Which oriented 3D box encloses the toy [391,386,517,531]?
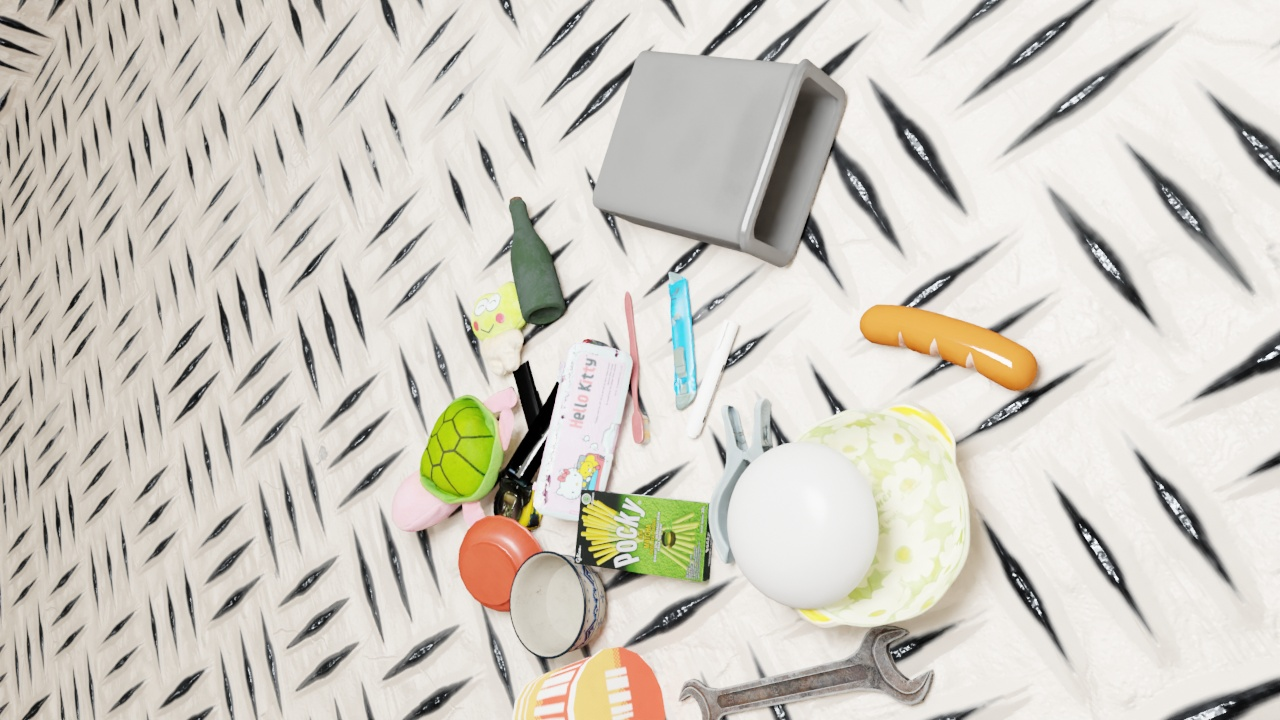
[{"bbox_3d":[-0.231,0.126,1.157,0.239,0.087,0.190,-45,51,23],"label":"toy"}]

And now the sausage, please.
[{"bbox_3d":[0.271,-0.017,0.817,0.164,0.039,0.044,23,96,39],"label":"sausage"}]

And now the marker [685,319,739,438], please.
[{"bbox_3d":[0.075,0.020,0.977,0.017,0.020,0.133,23,97,37],"label":"marker"}]

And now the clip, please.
[{"bbox_3d":[0.091,0.130,0.940,0.143,0.029,0.172,-23,67,31],"label":"clip"}]

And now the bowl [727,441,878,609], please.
[{"bbox_3d":[0.133,0.145,0.817,0.150,0.043,0.149,-9,76,37],"label":"bowl"}]

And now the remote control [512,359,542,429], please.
[{"bbox_3d":[-0.136,0.058,1.142,0.028,0.011,0.124,-32,63,30],"label":"remote control"}]

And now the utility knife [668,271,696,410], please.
[{"bbox_3d":[0.044,-0.025,1.014,0.031,0.015,0.158,-13,72,31],"label":"utility knife"}]

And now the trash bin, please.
[{"bbox_3d":[0.077,-0.220,0.972,0.220,0.097,0.192,22,95,40],"label":"trash bin"}]

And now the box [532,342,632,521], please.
[{"bbox_3d":[-0.067,0.080,1.033,0.044,0.086,0.202,-153,76,-73],"label":"box"}]

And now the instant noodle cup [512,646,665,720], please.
[{"bbox_3d":[-0.061,0.374,0.965,0.121,0.123,0.123,-26,67,40],"label":"instant noodle cup"}]

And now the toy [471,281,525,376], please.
[{"bbox_3d":[-0.178,-0.039,1.171,0.092,0.046,0.115,-20,72,36],"label":"toy"}]

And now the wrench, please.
[{"bbox_3d":[0.147,0.310,0.875,0.274,0.010,0.070,-26,67,32],"label":"wrench"}]

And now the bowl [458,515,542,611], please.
[{"bbox_3d":[-0.172,0.248,1.093,0.122,0.035,0.122,5,103,24],"label":"bowl"}]

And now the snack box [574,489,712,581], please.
[{"bbox_3d":[0.004,0.185,0.978,0.148,0.025,0.080,2,83,25],"label":"snack box"}]

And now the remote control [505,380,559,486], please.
[{"bbox_3d":[-0.116,0.078,1.103,0.041,0.020,0.152,25,83,40],"label":"remote control"}]

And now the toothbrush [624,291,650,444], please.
[{"bbox_3d":[-0.006,0.006,1.051,0.015,0.015,0.184,-19,68,35],"label":"toothbrush"}]

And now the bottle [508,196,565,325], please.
[{"bbox_3d":[-0.139,-0.131,1.153,0.055,0.055,0.174,-31,63,30],"label":"bottle"}]

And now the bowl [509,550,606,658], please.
[{"bbox_3d":[-0.086,0.273,1.034,0.116,0.059,0.115,-8,77,37],"label":"bowl"}]

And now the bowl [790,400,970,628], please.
[{"bbox_3d":[0.210,0.140,0.824,0.188,0.060,0.219,40,106,36],"label":"bowl"}]

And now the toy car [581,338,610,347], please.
[{"bbox_3d":[-0.063,0.020,1.073,0.036,0.042,0.091,13,89,47],"label":"toy car"}]

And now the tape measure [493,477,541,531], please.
[{"bbox_3d":[-0.151,0.177,1.116,0.067,0.038,0.062,11,90,38],"label":"tape measure"}]
